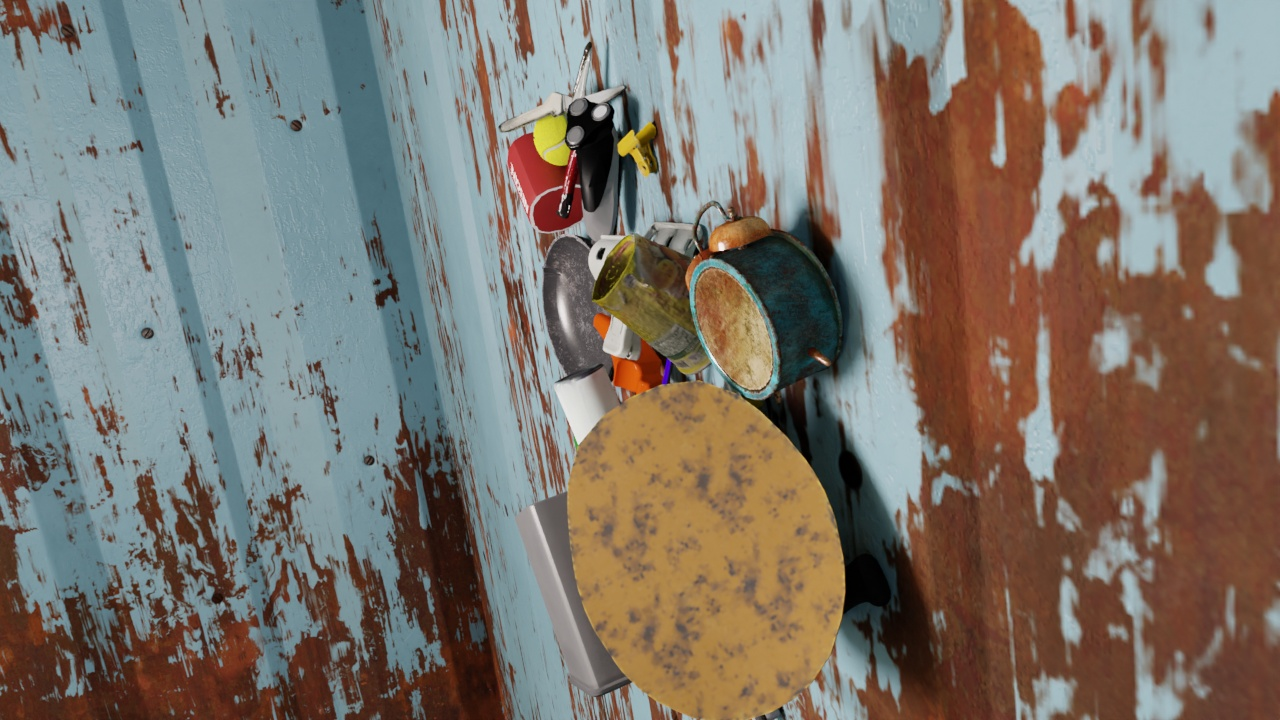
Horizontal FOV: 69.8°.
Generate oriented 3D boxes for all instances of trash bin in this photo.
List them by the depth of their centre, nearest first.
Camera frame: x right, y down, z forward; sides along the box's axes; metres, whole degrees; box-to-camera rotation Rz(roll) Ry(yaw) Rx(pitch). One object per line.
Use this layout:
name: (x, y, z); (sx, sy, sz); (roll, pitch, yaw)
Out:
trash bin: (-0.066, 0.271, 1.100); (0.192, 0.097, 0.219); (132, 118, -71)

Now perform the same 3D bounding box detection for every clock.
clock: (0.089, -0.052, 0.704); (0.157, 0.073, 0.121); (61, 158, 10)

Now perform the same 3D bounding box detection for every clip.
clip: (-0.013, -0.079, 0.896); (0.150, 0.110, 0.127); (-57, 21, -3)
clip: (-0.002, -0.211, 0.926); (0.054, 0.046, 0.048); (167, 115, -69)

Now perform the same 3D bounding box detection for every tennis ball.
tennis ball: (-0.094, -0.265, 1.085); (0.065, 0.065, 0.065); (167, 90, -70)

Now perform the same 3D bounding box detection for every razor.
razor: (-0.047, -0.197, 0.979); (0.057, 0.060, 0.156); (22, 140, 31)

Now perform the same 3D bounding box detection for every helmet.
helmet: (0.062, 0.154, 0.743); (0.255, 0.205, 0.131); (66, -169, 22)

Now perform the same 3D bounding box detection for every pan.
pan: (-0.053, -0.118, 1.106); (0.207, 0.040, 0.358); (54, 142, 37)

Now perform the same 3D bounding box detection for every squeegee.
squeegee: (-0.006, 0.006, 0.996); (0.184, 0.055, 0.250); (53, 144, 43)

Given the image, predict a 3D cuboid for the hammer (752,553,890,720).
hammer: (0.139, 0.237, 0.824); (0.324, 0.029, 0.127); (114, 140, -58)

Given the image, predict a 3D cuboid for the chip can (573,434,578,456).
chip can: (-0.051, 0.163, 1.227); (0.075, 0.075, 0.224); (-127, 30, -49)

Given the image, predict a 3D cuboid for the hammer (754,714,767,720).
hammer: (0.082, 0.273, 0.881); (0.325, 0.015, 0.095); (-125, 29, -80)

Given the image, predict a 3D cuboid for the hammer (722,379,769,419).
hammer: (0.058, 0.079, 0.941); (0.319, 0.032, 0.130); (127, 127, -66)

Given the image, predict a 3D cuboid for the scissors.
scissors: (-0.095, -0.263, 1.030); (0.179, 0.015, 0.199); (27, 121, 31)

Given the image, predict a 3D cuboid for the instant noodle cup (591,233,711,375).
instant noodle cup: (0.021, -0.055, 0.791); (0.102, 0.108, 0.102); (-48, 25, 30)

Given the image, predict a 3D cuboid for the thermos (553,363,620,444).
thermos: (-0.031, 0.120, 1.094); (0.230, 0.067, 0.068); (68, 161, -5)

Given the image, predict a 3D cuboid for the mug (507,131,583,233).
mug: (-0.116, -0.215, 1.161); (0.117, 0.080, 0.096); (97, 153, -58)
